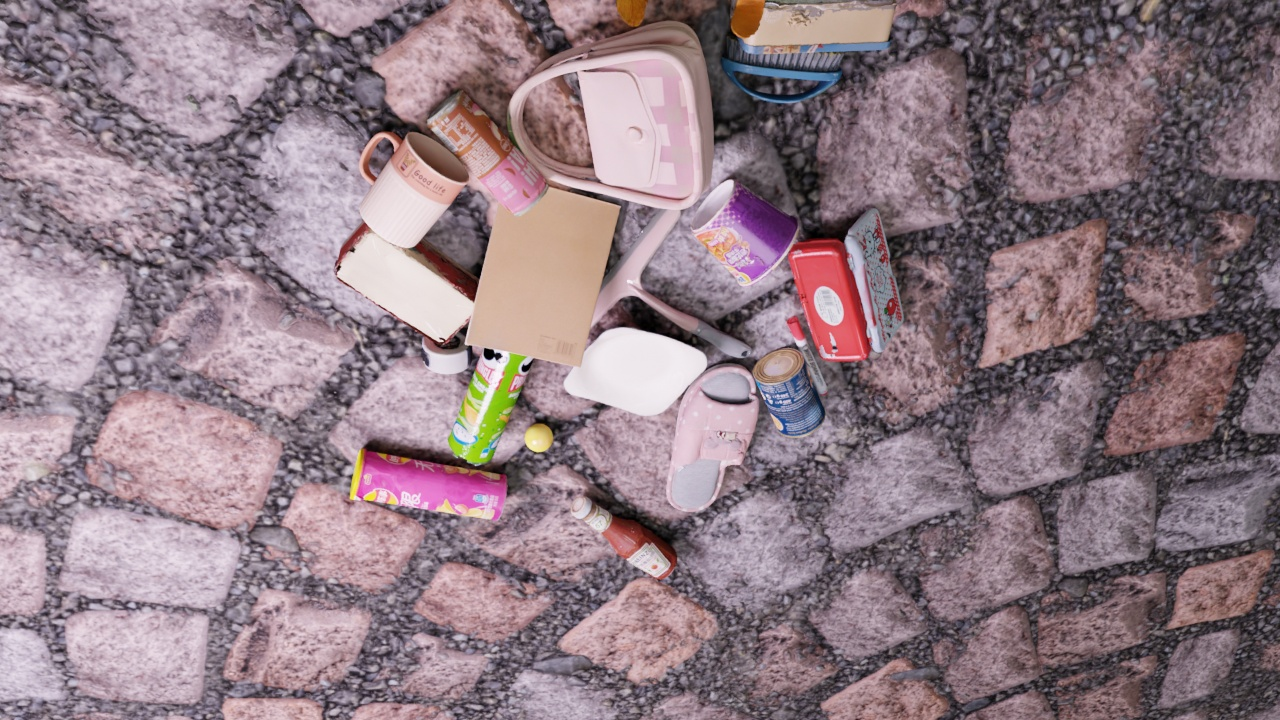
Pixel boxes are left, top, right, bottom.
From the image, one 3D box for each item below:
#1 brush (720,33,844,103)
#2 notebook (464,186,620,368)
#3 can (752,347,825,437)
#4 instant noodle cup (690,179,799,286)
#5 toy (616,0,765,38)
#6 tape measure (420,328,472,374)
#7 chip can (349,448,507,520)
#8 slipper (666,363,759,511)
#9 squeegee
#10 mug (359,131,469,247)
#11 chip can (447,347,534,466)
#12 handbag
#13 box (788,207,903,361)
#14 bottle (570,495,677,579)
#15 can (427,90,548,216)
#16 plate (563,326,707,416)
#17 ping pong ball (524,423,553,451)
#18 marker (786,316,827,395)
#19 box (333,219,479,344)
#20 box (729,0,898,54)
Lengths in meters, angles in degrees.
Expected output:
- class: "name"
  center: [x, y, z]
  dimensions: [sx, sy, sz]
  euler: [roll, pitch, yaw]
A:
- class: "brush"
  center: [0.161, -0.333, 1.052]
  dimensions: [0.143, 0.055, 0.074]
  euler: [1, 123, -11]
- class: "notebook"
  center: [-0.119, -0.106, 1.131]
  dimensions: [0.149, 0.012, 0.211]
  euler: [12, 96, -19]
- class: "can"
  center: [0.212, 0.045, 1.308]
  dimensions: [0.075, 0.075, 0.111]
  euler: [-24, 124, 6]
- class: "instant noodle cup"
  center: [0.123, -0.162, 1.136]
  dimensions: [0.099, 0.111, 0.112]
  euler: [34, 112, -19]
- class: "toy"
  center: [0.091, -0.426, 0.919]
  dimensions: [0.247, 0.090, 0.227]
  euler: [-3, 85, 12]
- class: "tape measure"
  center: [-0.251, -0.012, 1.190]
  dimensions: [0.065, 0.066, 0.034]
  euler: [-2, 125, -10]
- class: "chip can"
  center: [-0.300, 0.178, 1.309]
  dimensions: [0.210, 0.071, 0.072]
  euler: [12, 121, -18]
- class: "slipper"
  center: [0.102, 0.125, 1.355]
  dimensions: [0.114, 0.054, 0.275]
  euler: [7, 123, -14]
- class: "squeegee"
  center: [0.061, -0.056, 1.234]
  dimensions: [0.249, 0.040, 0.248]
  euler: [28, 115, -27]
- class: "mug"
  center: [-0.272, -0.204, 1.054]
  dimensions: [0.114, 0.081, 0.106]
  euler: [43, 112, -3]
- class: "chip can"
  center: [-0.192, 0.031, 1.228]
  dimensions: [0.072, 0.072, 0.237]
  euler: [15, 121, -20]
- class: "handbag"
  center: [-0.036, -0.271, 1.043]
  dimensions: [0.234, 0.093, 0.194]
  euler: [0, 131, 11]
- class: "box"
  center: [0.285, -0.100, 1.245]
  dimensions: [0.119, 0.098, 0.201]
  euler: [-1, 132, 30]
- class: "bottle"
  center: [-0.026, 0.273, 1.430]
  dimensions: [0.060, 0.059, 0.206]
  euler: [-40, 122, 17]
- class: "can"
  center: [-0.173, -0.235, 1.047]
  dimensions: [0.058, 0.057, 0.147]
  euler: [-37, 116, 15]
- class: "plate"
  center: [-0.007, 0.007, 1.248]
  dimensions: [0.164, 0.034, 0.164]
  euler: [18, 136, -24]
- class: "ping pong ball"
  center: [-0.145, 0.110, 1.308]
  dimensions: [0.040, 0.040, 0.040]
  euler: [-5, 125, -7]
- class: "marker"
  center: [0.241, -0.004, 1.315]
  dimensions: [0.017, 0.017, 0.145]
  euler: [-25, 124, 7]
- class: "box"
  center: [-0.281, -0.097, 1.121]
  dimensions: [0.168, 0.076, 0.091]
  euler: [36, 112, -29]
- class: "box"
  center: [0.194, -0.382, 1.002]
  dimensions: [0.184, 0.089, 0.061]
  euler: [-2, 137, -7]
